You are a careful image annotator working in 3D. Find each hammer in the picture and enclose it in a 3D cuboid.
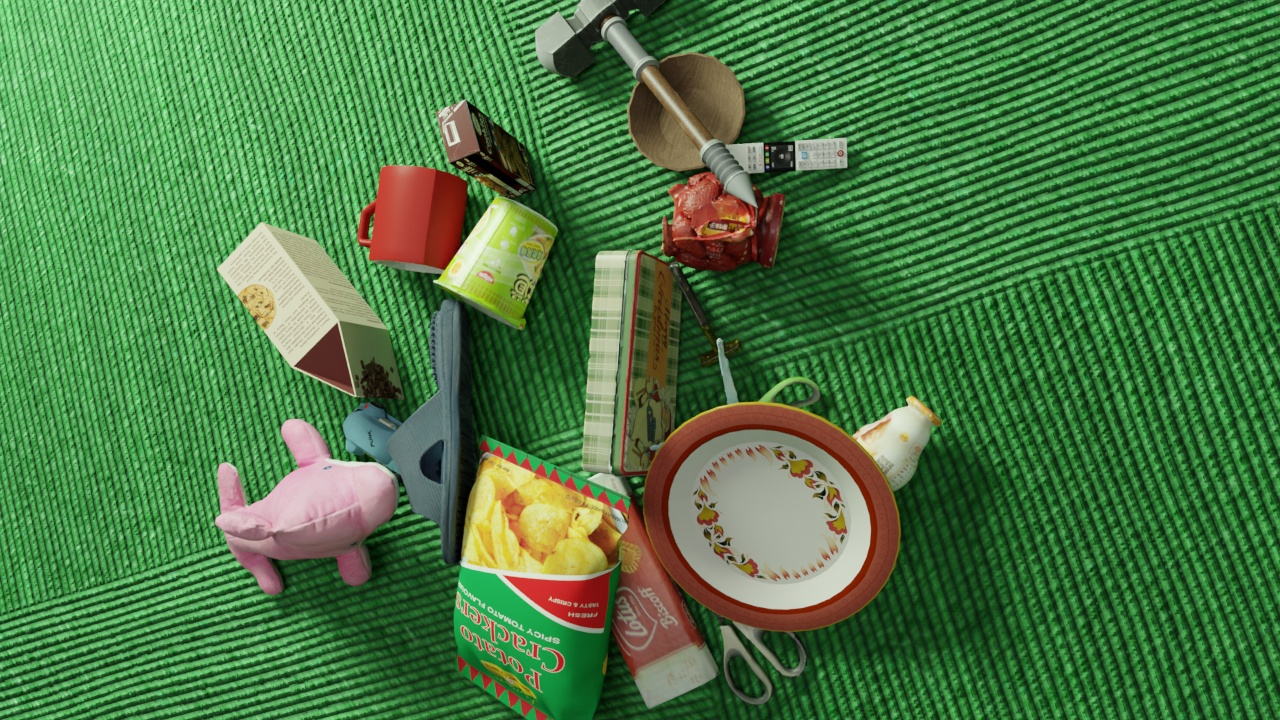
[{"bbox_3d":[0.023,-0.248,0.852,0.156,0.043,0.322,-38,59,10],"label":"hammer"}]

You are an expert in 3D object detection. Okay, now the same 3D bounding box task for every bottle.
[{"bbox_3d":[0.075,-0.129,0.852,0.111,0.099,0.099,10,89,6],"label":"bottle"},{"bbox_3d":[0.220,0.083,0.821,0.063,0.063,0.108,43,97,13],"label":"bottle"}]

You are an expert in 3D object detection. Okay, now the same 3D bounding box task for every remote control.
[{"bbox_3d":[0.134,-0.193,0.871,0.124,0.011,0.028,-3,99,0],"label":"remote control"}]

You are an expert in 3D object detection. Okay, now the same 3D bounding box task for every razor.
[{"bbox_3d":[0.055,-0.047,0.872,0.042,0.026,0.106,-25,108,14],"label":"razor"}]

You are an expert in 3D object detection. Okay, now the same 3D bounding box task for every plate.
[{"bbox_3d":[0.114,0.140,0.822,0.230,0.021,0.230,7,113,17],"label":"plate"}]

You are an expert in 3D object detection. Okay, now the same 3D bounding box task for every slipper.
[{"bbox_3d":[-0.210,0.069,0.910,0.082,0.101,0.263,-1,82,-3],"label":"slipper"}]

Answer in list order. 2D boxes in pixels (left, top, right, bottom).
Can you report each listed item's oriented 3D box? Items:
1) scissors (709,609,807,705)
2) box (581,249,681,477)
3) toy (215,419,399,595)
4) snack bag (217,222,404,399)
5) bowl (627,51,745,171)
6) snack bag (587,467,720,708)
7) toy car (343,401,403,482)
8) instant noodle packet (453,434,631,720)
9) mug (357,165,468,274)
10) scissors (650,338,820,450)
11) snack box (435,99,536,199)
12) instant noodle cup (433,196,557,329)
[{"bbox_3d":[0.093,0.241,0.872,0.133,0.012,0.169,-12,81,12],"label":"scissors"},{"bbox_3d":[-0.005,0.005,0.857,0.050,0.117,0.205,2,85,22],"label":"box"},{"bbox_3d":[-0.355,0.159,0.917,0.266,0.127,0.186,-19,91,34],"label":"toy"},{"bbox_3d":[-0.330,-0.038,0.956,0.070,0.094,0.206,-43,77,8],"label":"snack bag"},{"bbox_3d":[0.047,-0.241,0.903,0.118,0.030,0.118,-1,87,14],"label":"bowl"},{"bbox_3d":[-0.007,0.217,0.885,0.077,0.041,0.225,-28,79,10],"label":"snack bag"},{"bbox_3d":[-0.270,0.087,0.967,0.108,0.027,0.060,29,94,15],"label":"toy car"},{"bbox_3d":[-0.100,0.217,0.861,0.196,0.090,0.253,17,104,38],"label":"instant noodle packet"},{"bbox_3d":[-0.242,-0.145,0.949,0.116,0.080,0.096,7,88,22],"label":"mug"},{"bbox_3d":[0.090,0.060,0.851,0.171,0.021,0.172,-17,112,-8],"label":"scissors"},{"bbox_3d":[-0.148,-0.202,0.895,0.032,0.140,0.051,-18,82,13],"label":"snack box"},{"bbox_3d":[-0.138,-0.100,0.916,0.099,0.099,0.108,26,85,15],"label":"instant noodle cup"}]
